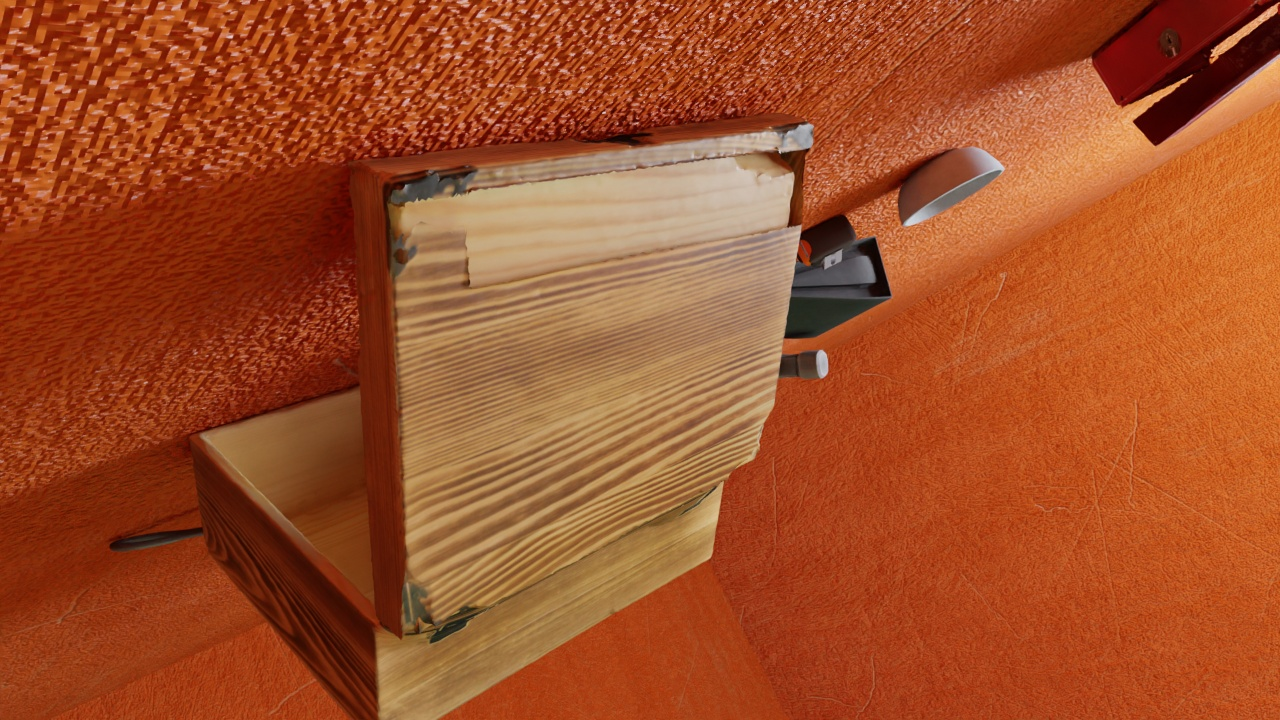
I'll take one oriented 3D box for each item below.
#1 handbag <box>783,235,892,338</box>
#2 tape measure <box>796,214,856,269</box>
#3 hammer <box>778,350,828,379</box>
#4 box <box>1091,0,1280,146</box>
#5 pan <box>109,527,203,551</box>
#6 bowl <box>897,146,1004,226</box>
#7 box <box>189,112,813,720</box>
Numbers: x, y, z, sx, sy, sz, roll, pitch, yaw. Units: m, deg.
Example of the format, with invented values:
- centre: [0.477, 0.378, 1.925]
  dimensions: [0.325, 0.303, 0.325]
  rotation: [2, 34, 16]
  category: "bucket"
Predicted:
- centre: [0.150, -0.068, 1.053]
  dimensions: [0.195, 0.072, 0.176]
  rotation: [-10, 170, -19]
  category: "handbag"
- centre: [0.187, -0.115, 0.934]
  dimensions: [0.058, 0.038, 0.059]
  rotation: [-26, 172, -5]
  category: "tape measure"
- centre: [0.082, 0.028, 1.042]
  dimensions: [0.170, 0.034, 0.323]
  rotation: [-4, -174, 31]
  category: "hammer"
- centre: [0.466, -0.266, 0.728]
  dimensions: [0.129, 0.097, 0.158]
  rotation: [-29, 170, -16]
  category: "box"
- centre: [-0.288, 0.129, 0.849]
  dimensions: [0.353, 0.024, 0.217]
  rotation: [-7, -170, -34]
  category: "pan"
- centre: [0.296, -0.175, 0.898]
  dimensions: [0.106, 0.039, 0.106]
  rotation: [-26, 172, -4]
  category: "bowl"
- centre: [-0.085, 0.004, 0.553]
  dimensions: [0.278, 0.286, 0.337]
  rotation: [-18, 126, -43]
  category: "box"
